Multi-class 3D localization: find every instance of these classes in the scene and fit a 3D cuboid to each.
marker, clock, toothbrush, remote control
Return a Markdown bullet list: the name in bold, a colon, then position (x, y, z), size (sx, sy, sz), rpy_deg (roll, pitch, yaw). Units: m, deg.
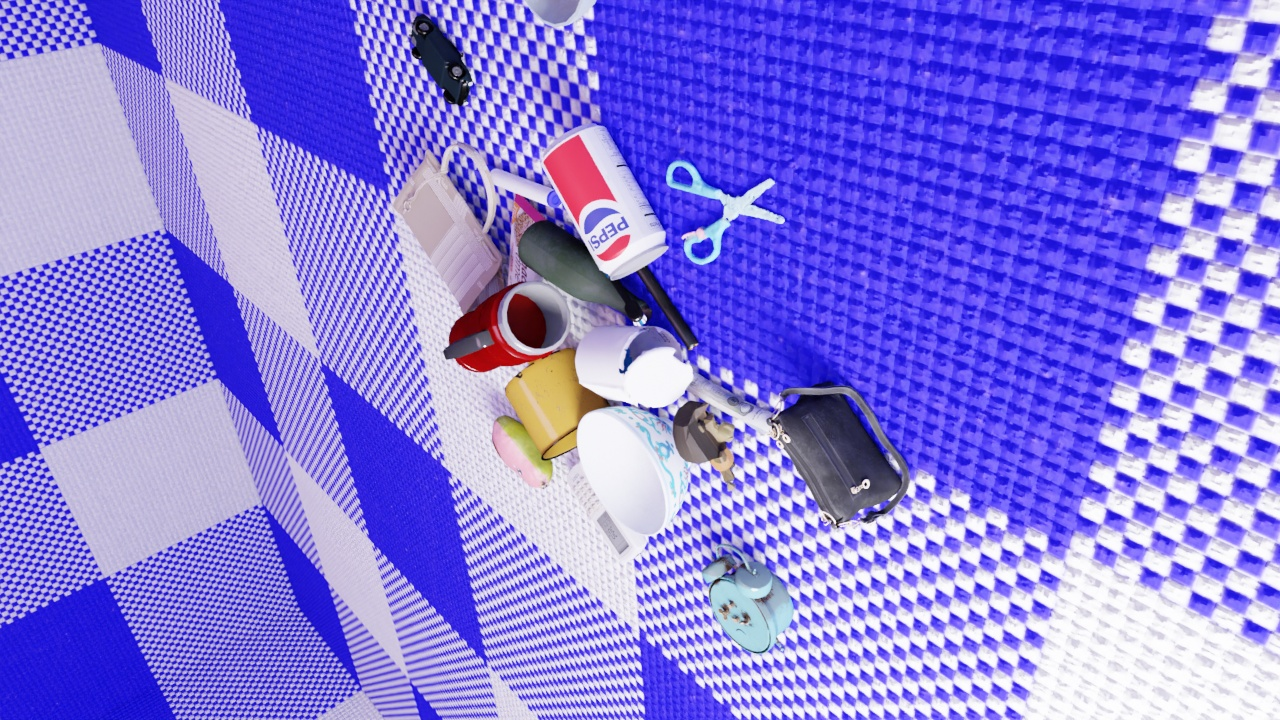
- **marker**: position (-0.136, -0.193, 1.009), size (0.142, 0.020, 0.020), rpy_deg (28, 134, 42)
- **clock**: position (0.109, 0.242, 0.948), size (0.090, 0.053, 0.124), rpy_deg (5, 116, 52)
- **toothbrush**: position (0.109, 0.054, 0.844), size (0.186, 0.022, 0.024), rpy_deg (30, 153, 42)
- **remote control**: position (-0.043, 0.187, 1.146), size (0.138, 0.025, 0.060), rpy_deg (55, 146, 12)
- **toothbrush**: position (-0.034, -0.094, 0.907), size (0.167, 0.014, 0.014), rpy_deg (59, -175, 37)

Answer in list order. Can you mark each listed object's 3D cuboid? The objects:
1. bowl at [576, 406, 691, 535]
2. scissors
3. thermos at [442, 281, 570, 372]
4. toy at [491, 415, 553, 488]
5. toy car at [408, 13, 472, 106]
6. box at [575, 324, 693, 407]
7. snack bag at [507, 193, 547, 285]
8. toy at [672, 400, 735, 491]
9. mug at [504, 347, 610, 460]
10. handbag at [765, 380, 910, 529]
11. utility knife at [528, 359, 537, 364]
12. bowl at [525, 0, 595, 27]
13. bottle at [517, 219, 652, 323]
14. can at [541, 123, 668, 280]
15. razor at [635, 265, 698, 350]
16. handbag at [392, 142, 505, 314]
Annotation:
- **bowl**: position (0.006, 0.104, 0.974), size (0.144, 0.074, 0.144), rpy_deg (33, 137, 37)
- **scissors**: position (0.066, -0.140, 0.780), size (0.141, 0.015, 0.111), rpy_deg (-29, 89, 51)
- **thermos**: position (-0.162, -0.030, 1.028), size (0.199, 0.107, 0.084), rpy_deg (-14, 98, 62)
- **toy**: position (-0.158, 0.124, 1.233), size (0.110, 0.051, 0.090), rpy_deg (43, 157, 18)
- **toy car**: position (-0.218, -0.331, 1.011), size (0.112, 0.034, 0.046), rpy_deg (54, 146, 15)
- **box**: position (-0.005, 0.008, 0.904), size (0.080, 0.089, 0.143), rpy_deg (35, 162, -27)
- **snack bag**: position (-0.135, -0.096, 1.068), size (0.070, 0.016, 0.197), rpy_deg (45, 141, 33)
- **toy**: position (0.069, 0.085, 0.889), size (0.063, 0.076, 0.100), rpy_deg (-26, 113, 19)
- **mug**: position (-0.084, 0.041, 1.045), size (0.124, 0.100, 0.094), rpy_deg (-36, 77, 16)
- **handbag**: position (0.155, 0.075, 0.742), size (0.128, 0.079, 0.054), rpy_deg (57, 146, 8)
- **utility knife**: position (-0.130, 0.011, 1.148), size (0.030, 0.019, 0.224), rpy_deg (38, 142, 26)
- **bowl**: position (-0.065, -0.344, 0.785), size (0.106, 0.039, 0.106), rpy_deg (33, 137, 37)
- **bottle**: position (-0.053, -0.085, 0.941), size (0.174, 0.055, 0.055), rpy_deg (36, 139, 33)
- **can**: position (-0.033, -0.147, 0.853), size (0.132, 0.070, 0.070), rpy_deg (61, 147, 3)
- **razor**: position (0.011, -0.070, 0.896), size (0.144, 0.022, 0.042), rpy_deg (51, -172, 10)
- **handbag**: position (-0.209, -0.176, 1.082), size (0.175, 0.062, 0.198), rpy_deg (55, 148, 11)
